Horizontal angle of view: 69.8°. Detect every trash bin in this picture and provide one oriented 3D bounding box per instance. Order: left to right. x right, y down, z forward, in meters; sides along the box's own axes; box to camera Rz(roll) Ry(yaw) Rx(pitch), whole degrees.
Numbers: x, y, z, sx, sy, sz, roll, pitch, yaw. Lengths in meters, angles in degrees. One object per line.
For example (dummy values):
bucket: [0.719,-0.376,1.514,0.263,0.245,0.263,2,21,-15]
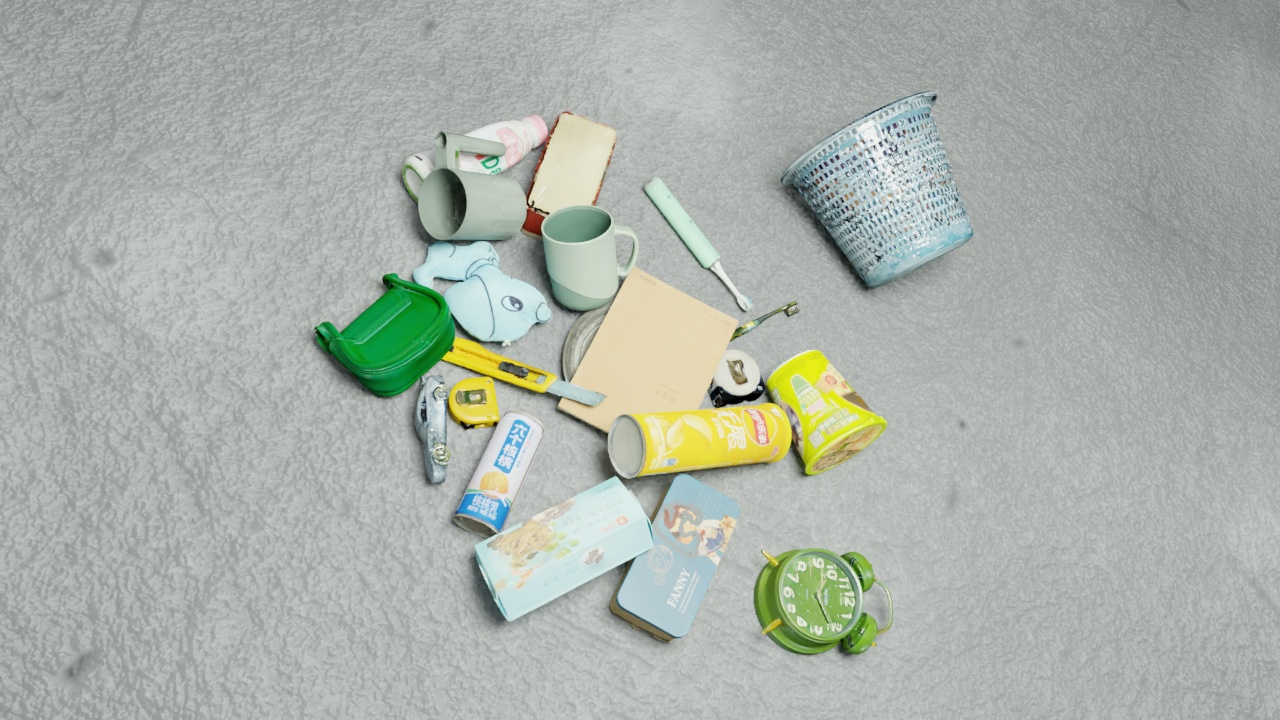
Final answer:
trash bin: [0.329,-0.212,1.221,0.226,0.227,0.195,-24,86,-24]

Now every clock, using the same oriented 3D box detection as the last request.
clock: [0.207,0.268,1.027,0.161,0.056,0.116,9,64,-12]

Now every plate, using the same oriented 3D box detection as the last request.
plate: [-0.007,0.006,1.111,0.179,0.024,0.179,4,67,-10]

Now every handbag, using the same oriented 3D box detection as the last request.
handbag: [-0.281,-0.033,1.025,0.120,0.068,0.131,33,62,17]

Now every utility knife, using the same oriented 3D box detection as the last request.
utility knife: [-0.141,0.012,1.056,0.215,0.015,0.033,18,65,6]

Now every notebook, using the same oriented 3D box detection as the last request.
notebook: [0.013,0.002,1.097,0.149,0.012,0.211,27,65,0]

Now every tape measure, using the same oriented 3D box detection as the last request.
tape measure: [-0.189,0.047,1.039,0.057,0.029,0.060,-5,66,-17]
tape measure: [0.114,0.021,1.134,0.065,0.034,0.066,-12,69,-22]

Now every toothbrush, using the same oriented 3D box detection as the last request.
toothbrush: [0.077,-0.154,1.212,0.027,0.027,0.224,-22,71,-47]
toothbrush: [0.134,-0.036,1.180,0.185,0.012,0.017,-26,85,-25]

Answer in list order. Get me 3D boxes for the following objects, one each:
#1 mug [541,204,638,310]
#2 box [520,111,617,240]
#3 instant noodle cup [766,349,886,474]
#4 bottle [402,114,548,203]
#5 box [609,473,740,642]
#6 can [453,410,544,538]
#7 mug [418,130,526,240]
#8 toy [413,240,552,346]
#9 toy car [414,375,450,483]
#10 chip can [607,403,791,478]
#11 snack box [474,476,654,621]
mug: [-0.057,-0.122,1.100,0.111,0.106,0.082,-10,42,-5]
box: [-0.088,-0.236,1.177,0.091,0.077,0.168,19,62,-6]
instant noodle cup: [0.215,0.056,1.108,0.111,0.112,0.123,-20,64,-23]
bottle: [-0.204,-0.261,1.165,0.196,0.068,0.068,-34,78,-30]
box: [0.035,0.220,1.000,0.090,0.061,0.183,27,59,-1]
can: [-0.152,0.123,0.998,0.053,0.053,0.134,24,61,-3]
mug: [-0.198,-0.204,1.094,0.103,0.084,0.124,-7,101,-53]
toy: [-0.187,-0.080,1.090,0.161,0.050,0.156,0,60,-14]
toy car: [-0.226,0.075,1.001,0.036,0.054,0.120,-1,66,-19]
chip can: [0.070,0.089,1.034,0.213,0.072,0.072,-2,64,-35]
snack box: [-0.079,0.193,0.954,0.174,0.052,0.074,-25,37,-14]
